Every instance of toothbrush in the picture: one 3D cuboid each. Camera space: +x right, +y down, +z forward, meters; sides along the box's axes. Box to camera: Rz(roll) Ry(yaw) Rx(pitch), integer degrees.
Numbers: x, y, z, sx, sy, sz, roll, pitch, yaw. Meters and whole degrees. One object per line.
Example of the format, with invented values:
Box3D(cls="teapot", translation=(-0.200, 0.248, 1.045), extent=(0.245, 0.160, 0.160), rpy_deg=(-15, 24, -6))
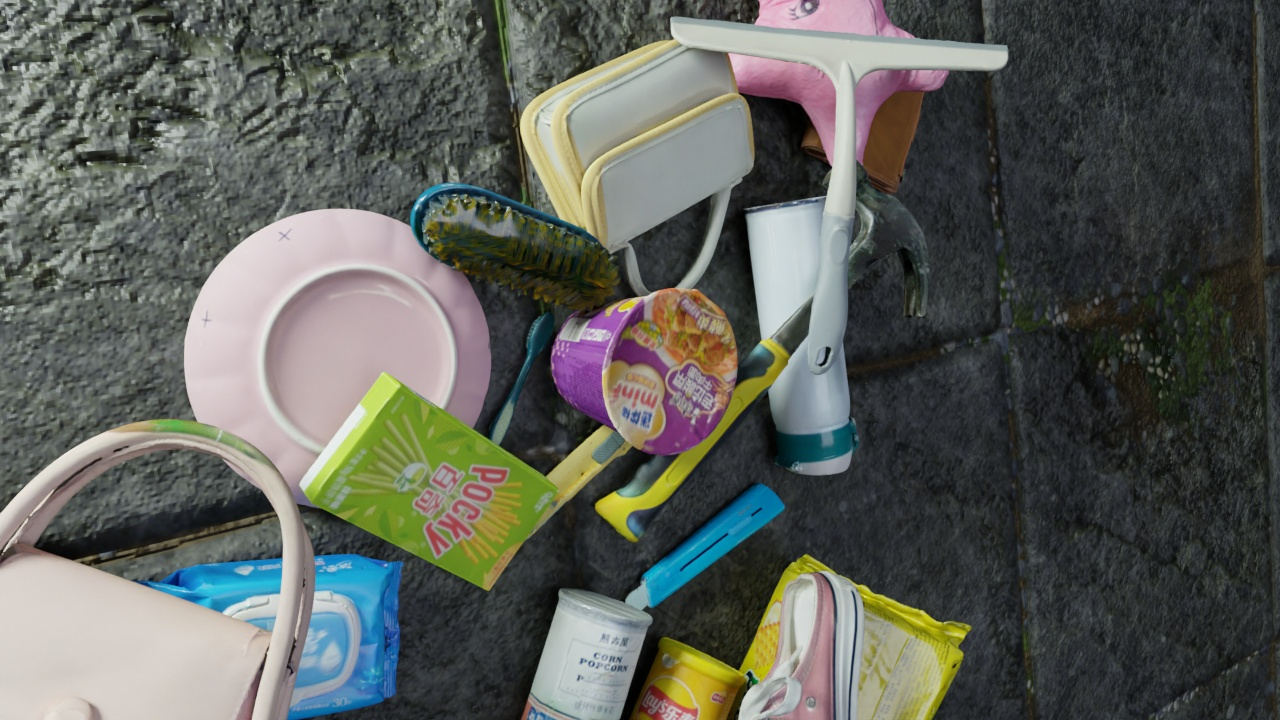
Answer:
Box3D(cls="toothbrush", translation=(-0.103, 0.053, 0.641), extent=(0.016, 0.018, 0.191), rpy_deg=(28, 81, -29))

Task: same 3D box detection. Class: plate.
Box3D(cls="plate", translation=(-0.179, 0.000, 0.577), extent=(0.192, 0.039, 0.192), rpy_deg=(-2, 94, -31))

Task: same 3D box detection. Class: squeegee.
Box3D(cls="squeegee", translation=(0.137, -0.110, 0.645), extent=(0.246, 0.039, 0.246), rpy_deg=(3, 96, -6))

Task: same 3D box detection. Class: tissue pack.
Box3D(cls="tissue pack", translation=(-0.222, 0.169, 0.554), extent=(0.157, 0.052, 0.095), rpy_deg=(3, 91, -31))

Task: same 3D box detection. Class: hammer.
Box3D(cls="hammer", translation=(0.092, 0.008, 0.690), extent=(0.126, 0.032, 0.323), rpy_deg=(42, 89, -12))

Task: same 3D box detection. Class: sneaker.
Box3D(cls="sneaker", translation=(0.105, 0.269, 0.653), extent=(0.087, 0.118, 0.240), rpy_deg=(12, 73, -20))

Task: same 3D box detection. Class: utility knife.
Box3D(cls="utility knife", translation=(-0.048, 0.085, 0.677), extent=(0.151, 0.018, 0.031), rpy_deg=(-41, 106, -17))
Box3D(cls="utility knife", translation=(0.049, 0.152, 0.735), extent=(0.165, 0.018, 0.034), rpy_deg=(-33, 109, -23))

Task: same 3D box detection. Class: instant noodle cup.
Box3D(cls="instant noodle cup", translation=(-0.004, 0.004, 0.643), extent=(0.111, 0.099, 0.111), rpy_deg=(-4, 98, -33))

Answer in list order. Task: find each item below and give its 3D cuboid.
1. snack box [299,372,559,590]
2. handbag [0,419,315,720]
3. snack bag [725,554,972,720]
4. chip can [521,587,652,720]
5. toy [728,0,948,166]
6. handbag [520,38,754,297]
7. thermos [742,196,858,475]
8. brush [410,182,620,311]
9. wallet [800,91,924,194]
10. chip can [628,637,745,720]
Box3D(cls="snack box", translation=(-0.128, 0.081, 0.585), extent=(0.085, 0.026, 0.156), rpy_deg=(-54, 133, -7))
Box3D(cls="handbag", translation=(-0.265, 0.145, 0.475), extent=(0.193, 0.093, 0.234), rpy_deg=(22, 79, -8))
Box3D(cls="snack bag", translation=(0.150, 0.293, 0.739), extent=(0.158, 0.068, 0.246), rpy_deg=(27, 80, 0))
Box3D(cls="chip can", translation=(-0.057, 0.276, 0.649), extent=(0.071, 0.071, 0.214), rpy_deg=(21, 83, -30))
Box3D(cls="toy", translation=(0.141, -0.243, 0.723), extent=(0.178, 0.074, 0.194), rpy_deg=(-22, 91, -2))
Box3D(cls="handbag", translation=(0.017, -0.135, 0.676), extent=(0.163, 0.063, 0.179), rpy_deg=(-32, 112, -23))
Box3D(cls="thermos", translation=(0.133, -0.017, 0.745), extent=(0.073, 0.073, 0.224), rpy_deg=(-14, 101, -29))
Box3D(cls="brush", translation=(-0.085, -0.078, 0.608), extent=(0.143, 0.073, 0.055), rpy_deg=(17, 106, -33))
Box3D(cls="wallet", translation=(0.205, -0.220, 0.793), extent=(0.119, 0.035, 0.130), rpy_deg=(21, 82, -28))
Box3D(cls="chip can", translation=(0.006, 0.322, 0.688), extent=(0.072, 0.072, 0.213), rpy_deg=(30, 78, -29))
